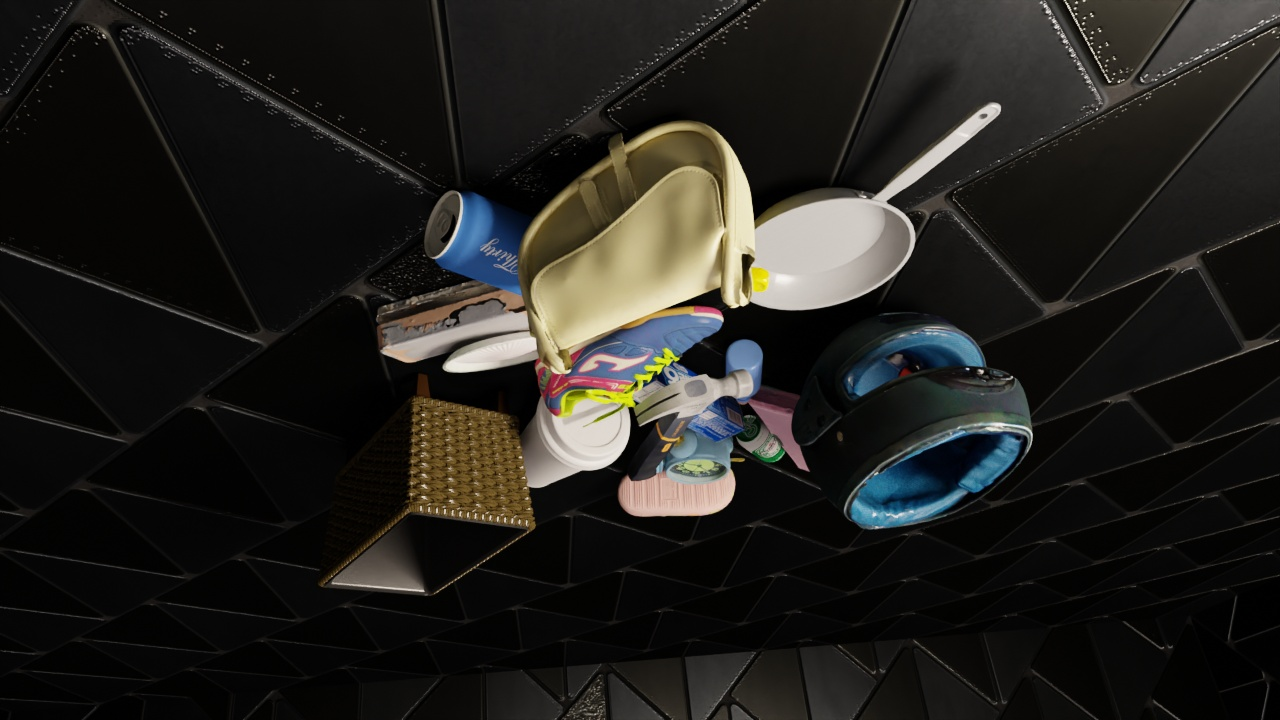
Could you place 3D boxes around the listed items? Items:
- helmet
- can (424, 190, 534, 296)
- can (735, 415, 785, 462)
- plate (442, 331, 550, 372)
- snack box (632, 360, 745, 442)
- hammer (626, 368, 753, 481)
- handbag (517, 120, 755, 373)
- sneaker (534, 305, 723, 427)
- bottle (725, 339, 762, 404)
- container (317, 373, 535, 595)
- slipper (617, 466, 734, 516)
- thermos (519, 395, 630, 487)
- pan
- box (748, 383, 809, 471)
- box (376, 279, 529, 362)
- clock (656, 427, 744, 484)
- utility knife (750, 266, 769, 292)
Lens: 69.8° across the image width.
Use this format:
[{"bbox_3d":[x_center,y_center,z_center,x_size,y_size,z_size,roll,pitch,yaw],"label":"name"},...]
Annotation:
[{"bbox_3d":[0.326,0.054,1.144,0.249,0.235,0.317,0,148,-12],"label":"helmet"},{"bbox_3d":[-0.135,-0.112,0.920,0.146,0.078,0.079,19,142,-37],"label":"can"},{"bbox_3d":[0.187,0.121,1.421,0.053,0.053,0.101,-21,148,24],"label":"can"},{"bbox_3d":[-0.162,-0.012,1.108,0.157,0.014,0.157,-13,172,-2],"label":"plate"},{"bbox_3d":[0.062,0.051,1.269,0.060,0.059,0.226,-27,146,28],"label":"snack box"},{"bbox_3d":[0.039,0.100,1.241,0.139,0.035,0.313,-11,157,-18],"label":"hammer"},{"bbox_3d":[-0.007,-0.106,0.839,0.233,0.190,0.088,-22,150,11],"label":"handbag"},{"bbox_3d":[-0.007,0.006,1.121,0.242,0.091,0.116,-20,166,13],"label":"sneaker"},{"bbox_3d":[0.140,0.023,1.243,0.048,0.048,0.131,-7,151,1],"label":"bottle"},{"bbox_3d":[-0.301,0.176,1.267,0.176,0.204,0.322,15,145,-33],"label":"container"},{"bbox_3d":[0.062,0.223,1.548,0.197,0.093,0.081,-8,161,5],"label":"slipper"},{"bbox_3d":[-0.111,0.111,1.288,0.131,0.131,0.222,8,155,-24],"label":"thermos"},{"bbox_3d":[0.229,-0.156,0.941,0.200,0.050,0.358,9,147,-25],"label":"pan"},{"bbox_3d":[0.241,0.110,1.365,0.098,0.037,0.233,13,156,40],"label":"box"},{"bbox_3d":[-0.194,-0.048,1.050,0.216,0.062,0.081,-14,161,14],"label":"box"},{"bbox_3d":[0.074,0.145,1.436,0.162,0.060,0.118,16,146,-27],"label":"clock"},{"bbox_3d":[0.033,-0.100,0.995,0.213,0.020,0.029,9,149,6],"label":"utility knife"}]
